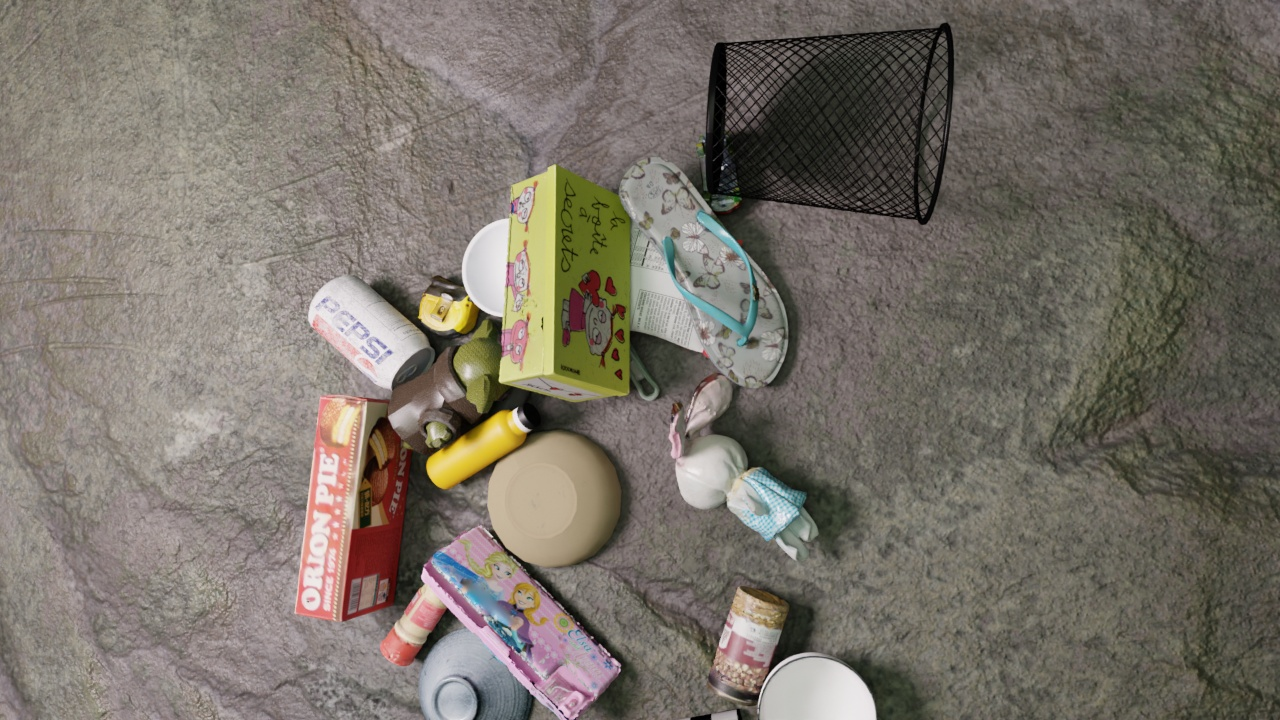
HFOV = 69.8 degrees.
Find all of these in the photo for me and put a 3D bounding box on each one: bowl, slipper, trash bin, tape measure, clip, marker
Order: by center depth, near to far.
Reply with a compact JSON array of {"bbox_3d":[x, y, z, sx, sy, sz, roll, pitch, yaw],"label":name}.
[{"bbox_3d":[0.174,-0.229,0.884,0.210,0.184,0.184,4,86,8],"label":"trash bin"},{"bbox_3d":[0.171,0.343,0.905,0.113,0.063,0.113,-1,84,5],"label":"bowl"},{"bbox_3d":[0.076,-0.097,0.948,0.098,0.055,0.269,-31,89,-10],"label":"slipper"},{"bbox_3d":[0.036,0.385,0.962,0.141,0.016,0.016,-15,82,12],"label":"marker"},{"bbox_3d":[-0.100,0.151,0.996,0.152,0.050,0.152,-1,85,13],"label":"bowl"},{"bbox_3d":[-0.191,0.365,0.997,0.137,0.057,0.137,-1,85,14],"label":"bowl"},{"bbox_3d":[-0.004,0.011,0.997,0.023,0.059,0.076,-33,93,10],"label":"clip"},{"bbox_3d":[-0.141,-0.101,1.032,0.110,0.040,0.110,-1,85,13],"label":"bowl"},{"bbox_3d":[-0.220,-0.058,1.049,0.065,0.037,0.064,24,91,14],"label":"tape measure"}]

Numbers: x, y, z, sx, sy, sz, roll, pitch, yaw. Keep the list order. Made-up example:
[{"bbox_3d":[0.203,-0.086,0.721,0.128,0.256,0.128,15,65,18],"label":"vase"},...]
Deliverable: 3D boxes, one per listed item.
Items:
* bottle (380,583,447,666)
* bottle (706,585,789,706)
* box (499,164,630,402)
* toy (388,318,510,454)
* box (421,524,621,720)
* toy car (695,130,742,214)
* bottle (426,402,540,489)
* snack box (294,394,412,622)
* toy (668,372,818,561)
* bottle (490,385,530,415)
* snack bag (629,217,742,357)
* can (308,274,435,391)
[{"bbox_3d":[-0.245,0.287,1.024,0.044,0.044,0.109,35,93,14],"label":"bottle"},{"bbox_3d":[0.109,0.289,0.932,0.056,0.056,0.105,18,90,14],"label":"bottle"},{"bbox_3d":[-0.074,-0.076,0.950,0.081,0.124,0.220,-9,71,38],"label":"box"},{"bbox_3d":[-0.203,0.037,0.996,0.153,0.179,0.078,-34,120,14],"label":"toy"},{"bbox_3d":[-0.127,0.275,0.976,0.230,0.053,0.084,42,55,14],"label":"box"},{"bbox_3d":[0.085,-0.201,0.988,0.042,0.036,0.091,-9,79,11],"label":"toy car"},{"bbox_3d":[-0.170,0.091,1.003,0.144,0.043,0.043,-32,78,25],"label":"bottle"},{"bbox_3d":[-0.311,0.159,1.015,0.060,0.113,0.236,5,87,15],"label":"snack box"},{"bbox_3d":[0.098,0.126,0.944,0.205,0.130,0.106,47,127,5],"label":"toy"},{"bbox_3d":[-0.131,0.014,1.025,0.030,0.030,0.113,25,91,14],"label":"bottle"},{"bbox_3d":[0.024,-0.083,0.992,0.144,0.039,0.130,14,87,13],"label":"snack bag"},{"bbox_3d":[-0.306,-0.030,1.047,0.136,0.078,0.078,39,95,13],"label":"can"}]
